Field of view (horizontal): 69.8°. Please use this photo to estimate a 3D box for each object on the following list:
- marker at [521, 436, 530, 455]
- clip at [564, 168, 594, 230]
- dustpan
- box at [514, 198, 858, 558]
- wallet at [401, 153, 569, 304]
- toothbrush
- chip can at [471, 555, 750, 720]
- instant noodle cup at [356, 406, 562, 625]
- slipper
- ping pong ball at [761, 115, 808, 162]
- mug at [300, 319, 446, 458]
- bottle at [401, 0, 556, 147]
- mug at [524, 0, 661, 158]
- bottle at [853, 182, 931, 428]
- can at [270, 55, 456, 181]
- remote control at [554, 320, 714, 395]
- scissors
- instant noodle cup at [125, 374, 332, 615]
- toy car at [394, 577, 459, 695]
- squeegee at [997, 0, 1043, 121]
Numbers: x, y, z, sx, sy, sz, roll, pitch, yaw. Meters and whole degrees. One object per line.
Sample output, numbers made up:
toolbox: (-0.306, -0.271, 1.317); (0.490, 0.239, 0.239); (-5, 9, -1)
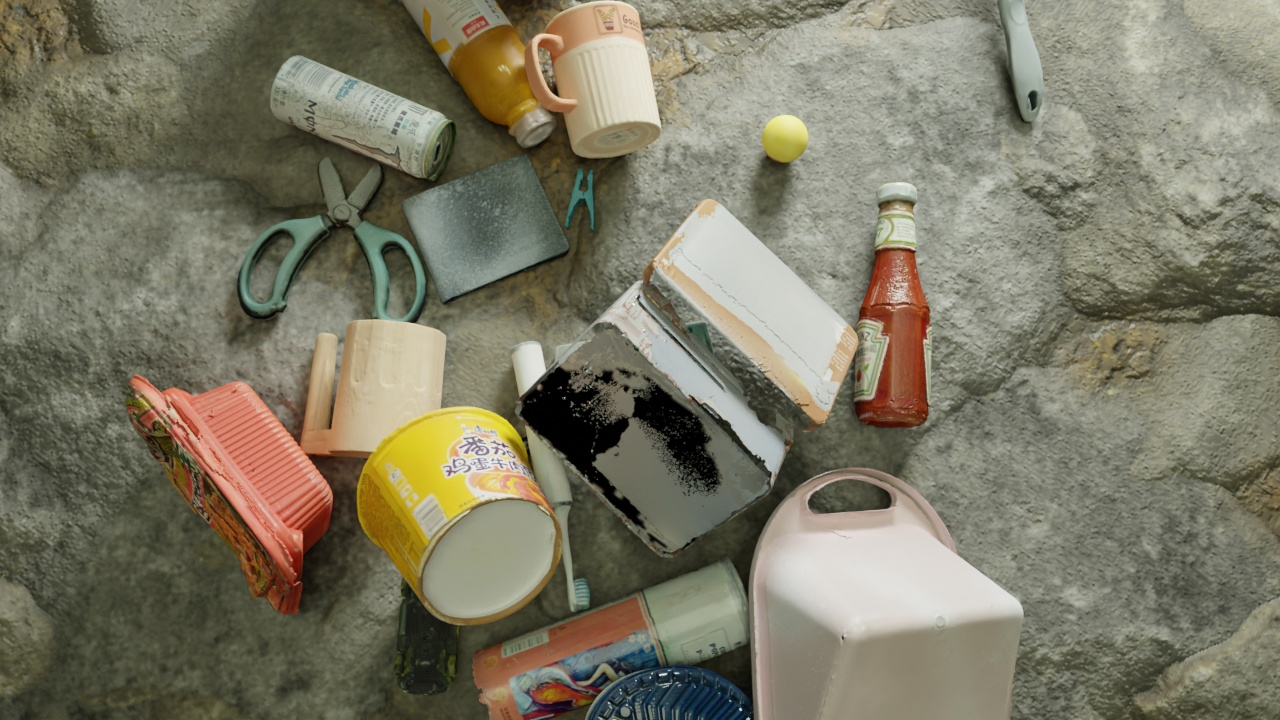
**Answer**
marker: (-0.119, 0.079, 0.763); (0.123, 0.015, 0.018); (-18, 84, -7)
clip: (-0.051, -0.141, 0.801); (0.039, 0.013, 0.055); (4, 80, -2)
dustpan: (0.178, 0.234, 0.716); (0.222, 0.139, 0.274); (3, 105, -27)
box: (0.036, 0.015, 0.730); (0.180, 0.158, 0.207); (42, 42, -6)
wallet: (-0.133, -0.114, 0.793); (0.120, 0.019, 0.097); (-23, 85, -7)
toothbrush: (-0.072, 0.091, 0.740); (0.026, 0.027, 0.220); (-9, 72, -14)
chip can: (-0.019, 0.223, 0.716); (0.214, 0.071, 0.071); (-19, 82, -4)
instant noodle cup: (-0.127, 0.118, 0.677); (0.137, 0.110, 0.138); (-15, 122, -25)
slipper: (0.062, 0.316, 0.699); (0.253, 0.095, 0.105); (41, 66, -13)
ping pong ball: (0.126, -0.193, 0.801); (0.040, 0.040, 0.040); (0, 81, -2)
mug: (-0.219, 0.027, 0.743); (0.125, 0.084, 0.103); (-1, 78, 24)
bottle: (-0.138, -0.269, 0.790); (0.068, 0.068, 0.189); (-33, 84, -7)
mug: (-0.042, -0.235, 0.772); (0.114, 0.082, 0.106); (-7, 82, -39)
bottle: (0.214, -0.047, 0.773); (0.060, 0.060, 0.206); (4, 81, -2)
can: (-0.235, -0.206, 0.782); (0.147, 0.058, 0.058); (23, 81, 1)
remote control: (-0.005, 0.005, 0.776); (0.135, 0.019, 0.056); (-9, 82, -4)
scissors: (-0.271, -0.085, 0.782); (0.181, 0.019, 0.170); (-23, 84, -4)
instant noodle cup: (-0.298, 0.096, 0.693); (0.078, 0.165, 0.189); (-37, 84, -31)
toy car: (-0.167, 0.212, 0.733); (0.048, 0.032, 0.105); (0, 70, -2)
squeegee: (0.329, -0.338, 0.833); (0.246, 0.039, 0.246); (-10, 82, -3)
